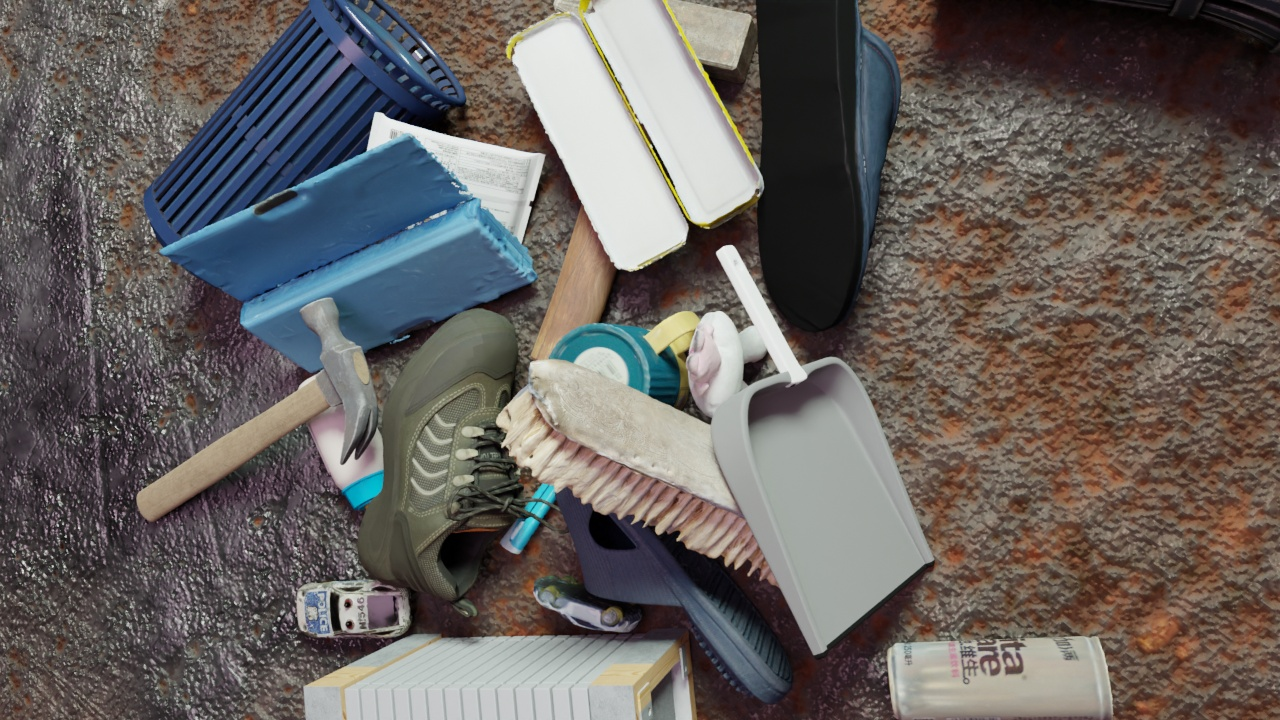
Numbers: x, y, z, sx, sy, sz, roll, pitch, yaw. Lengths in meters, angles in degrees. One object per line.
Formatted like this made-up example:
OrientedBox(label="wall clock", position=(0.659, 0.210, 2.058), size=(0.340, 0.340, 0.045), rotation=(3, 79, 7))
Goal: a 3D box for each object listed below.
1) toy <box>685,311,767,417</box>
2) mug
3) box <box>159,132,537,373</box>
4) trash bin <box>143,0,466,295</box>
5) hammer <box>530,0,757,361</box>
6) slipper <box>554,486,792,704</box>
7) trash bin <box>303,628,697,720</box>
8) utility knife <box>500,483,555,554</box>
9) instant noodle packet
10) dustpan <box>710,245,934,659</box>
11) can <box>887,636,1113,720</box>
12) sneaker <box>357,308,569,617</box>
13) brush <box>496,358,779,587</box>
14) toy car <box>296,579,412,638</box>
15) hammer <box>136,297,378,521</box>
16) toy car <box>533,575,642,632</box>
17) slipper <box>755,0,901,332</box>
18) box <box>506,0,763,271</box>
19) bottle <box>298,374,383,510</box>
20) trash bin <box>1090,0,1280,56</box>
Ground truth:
OrientedBox(label="toy", position=(0.055, 0.003, 0.645), size=(0.037, 0.125, 0.076), rotation=(6, 88, 28))
OrientedBox(label="mug", position=(-0.004, 0.004, 0.672), size=(0.114, 0.107, 0.083), rotation=(-39, 76, 13))
OrientedBox(label="box", position=(-0.222, -0.075, 0.713), size=(0.232, 0.174, 0.033), rotation=(-21, 53, 17))
OrientedBox(label="trash bin", position=(-0.278, -0.174, 0.748), size=(0.250, 0.139, 0.139), rotation=(-42, 78, 14))
OrientedBox(label="hammer", position=(-0.029, -0.134, 0.719), size=(0.158, 0.037, 0.301), rotation=(18, 94, 17))
OrientedBox(label="slipper", position=(0.001, 0.153, 0.673), size=(0.082, 0.101, 0.263), rotation=(-42, 81, 11))
OrientedBox(label="trash bin", position=(-0.093, 0.289, 0.675), size=(0.247, 0.142, 0.142), rotation=(-7, 87, 17))
OrientedBox(label="utility knife", position=(-0.076, 0.107, 0.741), size=(0.022, 0.015, 0.117), rotation=(39, 100, 42))
OrientedBox(label="instant noodle packet", position=(-0.148, -0.134, 0.716), size=(0.026, 0.134, 0.087), rotation=(51, 127, 57))
OrientedBox(label="dustpan", position=(0.107, 0.042, 0.609), size=(0.033, 0.162, 0.257), rotation=(-36, 77, 40))
OrientedBox(label="can", position=(0.239, 0.216, 0.618), size=(0.136, 0.054, 0.054), rotation=(-8, 86, 17))
OrientedBox(label="sneaker", position=(-0.127, 0.088, 0.701), size=(0.143, 0.101, 0.238), rotation=(25, 101, 31))
OrientedBox(label="brush", position=(0.032, 0.077, 0.597), size=(0.057, 0.271, 0.083), rotation=(-49, 32, 25))
OrientedBox(label="toy car", position=(-0.247, 0.212, 0.779), size=(0.113, 0.040, 0.048), rotation=(-7, 86, 18))
OrientedBox(label="hammer", position=(-0.341, 0.071, 0.779), size=(0.332, 0.030, 0.119), rotation=(-28, 87, 28))
OrientedBox(label="toy car", position=(-0.043, 0.192, 0.716), size=(0.090, 0.038, 0.027), rotation=(14, 97, 18))
OrientedBox(label="slipper", position=(0.140, -0.153, 0.636), size=(0.109, 0.083, 0.266), rotation=(20, 117, 59))
OrientedBox(label="box", position=(-0.007, -0.180, 0.678), size=(0.129, 0.034, 0.209), rotation=(-29, 82, 12))
OrientedBox(label="bottle", position=(-0.240, 0.080, 0.774), size=(0.051, 0.051, 0.146), rotation=(-30, 80, 15))
OrientedBox(label="trash bin", position=(0.302, -0.287, 0.558), size=(0.228, 0.164, 0.164), rotation=(18, 94, 21))
